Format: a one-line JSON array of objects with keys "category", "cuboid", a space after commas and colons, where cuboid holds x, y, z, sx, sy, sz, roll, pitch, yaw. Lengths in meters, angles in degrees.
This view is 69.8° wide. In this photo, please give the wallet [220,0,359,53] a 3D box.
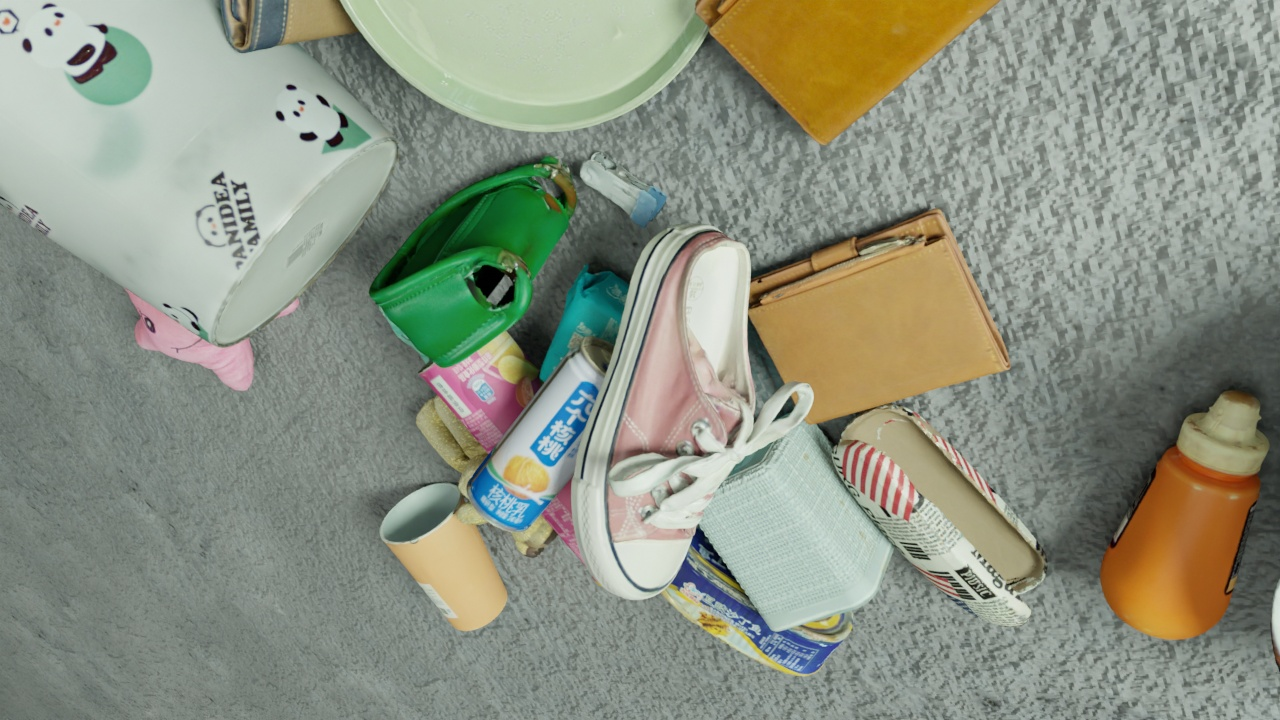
[{"category": "wallet", "cuboid": [-0.187, -0.231, 0.537, 0.033, 0.115, 0.090, 36, 131, 19]}]

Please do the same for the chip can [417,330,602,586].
[{"category": "chip can", "cuboid": [-0.069, 0.066, 0.676, 0.072, 0.071, 0.210, -29, 105, 38]}]

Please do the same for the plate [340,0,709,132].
[{"category": "plate", "cuboid": [-0.063, -0.235, 0.491, 0.230, 0.027, 0.231, 6, 127, 7]}]

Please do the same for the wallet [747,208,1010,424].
[{"category": "wallet", "cuboid": [0.138, -0.021, 0.553, 0.132, 0.031, 0.108, -21, 109, 33]}]

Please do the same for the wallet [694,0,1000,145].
[{"category": "wallet", "cuboid": [0.100, -0.187, 0.454, 0.119, 0.035, 0.131, 42, 130, -14]}]

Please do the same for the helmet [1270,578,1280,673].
[{"category": "helmet", "cuboid": [0.410, 0.071, 0.393, 0.229, 0.145, 0.259, 25, 137, 14]}]

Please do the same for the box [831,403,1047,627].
[{"category": "box", "cuboid": [0.182, 0.109, 0.582, 0.163, 0.082, 0.075, 46, 132, -8]}]

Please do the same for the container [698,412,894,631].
[{"category": "container", "cuboid": [0.101, 0.105, 0.622, 0.090, 0.089, 0.111, -32, 98, 39]}]

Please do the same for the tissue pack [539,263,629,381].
[{"category": "tissue pack", "cuboid": [-0.004, 0.004, 0.634, 0.133, 0.050, 0.093, 34, 130, 5]}]

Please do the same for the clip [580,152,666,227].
[{"category": "clip", "cuboid": [-0.012, -0.110, 0.585, 0.058, 0.038, 0.026, 39, 133, 3]}]

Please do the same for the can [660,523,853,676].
[{"category": "can", "cuboid": [0.083, 0.172, 0.683, 0.148, 0.074, 0.049, 31, 126, 6]}]

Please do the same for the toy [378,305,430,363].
[{"category": "toy", "cuboid": [-0.165, -0.030, 0.715, 0.092, 0.030, 0.096, 0, 128, 34]}]

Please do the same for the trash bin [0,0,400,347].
[{"category": "trash bin", "cuboid": [-0.313, -0.157, 0.597, 0.252, 0.228, 0.230, 39, 131, -8]}]

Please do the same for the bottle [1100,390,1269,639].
[{"category": "bottle", "cuboid": [0.310, 0.084, 0.514, 0.067, 0.066, 0.150, 15, 119, 19]}]

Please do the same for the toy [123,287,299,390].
[{"category": "toy", "cuboid": [-0.394, -0.057, 0.788, 0.178, 0.074, 0.195, 40, 130, -12]}]

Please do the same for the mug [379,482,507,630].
[{"category": "mug", "cuboid": [-0.172, 0.182, 0.829, 0.078, 0.078, 0.123, -6, 121, 31]}]

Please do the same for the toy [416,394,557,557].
[{"category": "toy", "cuboid": [-0.122, 0.089, 0.752, 0.157, 0.066, 0.105, 47, 119, 3]}]

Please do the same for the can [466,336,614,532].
[{"category": "can", "cuboid": [-0.056, 0.049, 0.599, 0.053, 0.053, 0.135, 39, 111, 0]}]

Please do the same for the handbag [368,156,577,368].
[{"category": "handbag", "cuboid": [-0.102, -0.068, 0.591, 0.120, 0.131, 0.068, -27, 117, 34]}]

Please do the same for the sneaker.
[{"category": "sneaker", "cuboid": [0.026, 0.044, 0.538, 0.088, 0.118, 0.241, 30, 114, 47]}]
